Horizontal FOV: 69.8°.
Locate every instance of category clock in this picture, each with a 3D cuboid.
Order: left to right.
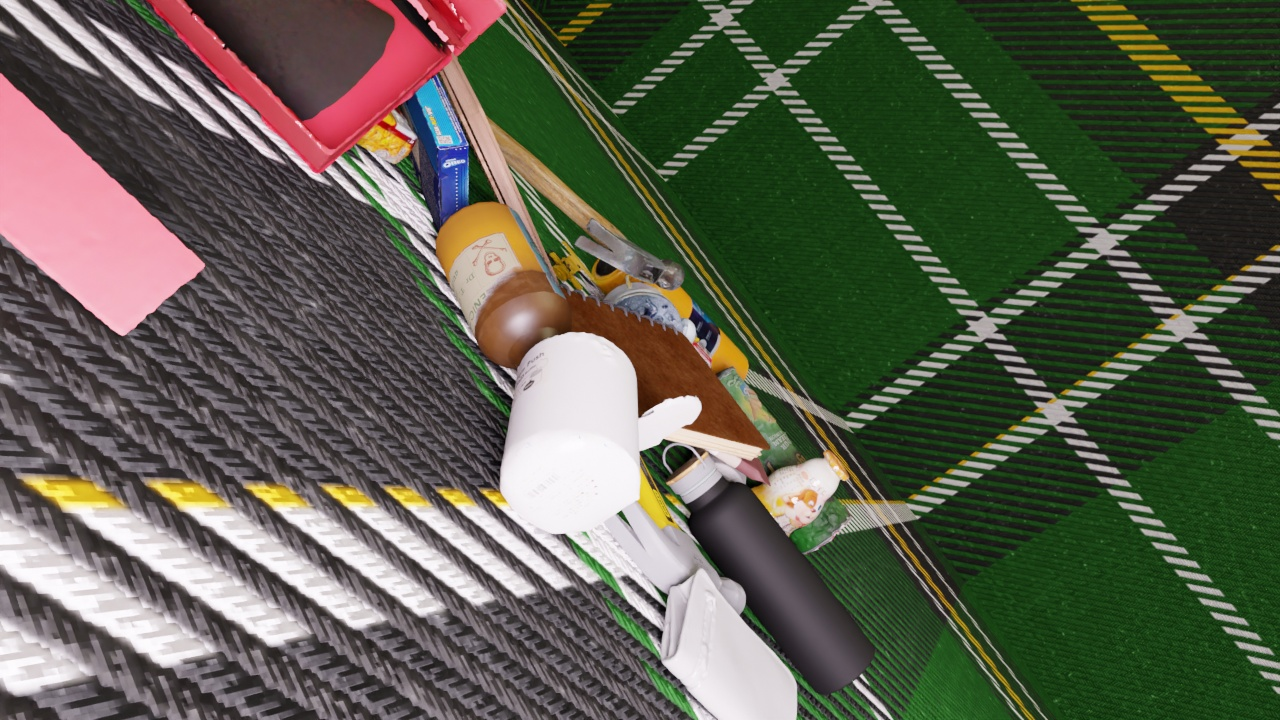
[{"bbox_3d":[0.007,-0.025,0.913,0.117,0.083,0.057,46,7,-22],"label":"clock"}]

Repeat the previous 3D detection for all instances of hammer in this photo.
[{"bbox_3d":[-0.097,-0.184,0.954,0.330,0.033,0.132,43,17,26],"label":"hammer"},{"bbox_3d":[-0.023,0.051,0.714,0.127,0.029,0.323,38,17,-48],"label":"hammer"}]

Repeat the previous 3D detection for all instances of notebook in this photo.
[{"bbox_3d":[-0.131,-0.176,0.816,0.211,0.022,0.169,69,-6,-49],"label":"notebook"},{"bbox_3d":[-0.004,0.005,0.750,0.225,0.024,0.167,18,29,-47],"label":"notebook"}]

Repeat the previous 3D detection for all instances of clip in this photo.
[{"bbox_3d":[-0.073,-0.099,0.960,0.054,0.044,0.050,53,-13,-2],"label":"clip"}]

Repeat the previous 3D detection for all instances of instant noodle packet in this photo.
[{"bbox_3d":[-0.226,-0.205,0.674,0.098,0.040,0.135,59,15,25],"label":"instant noodle packet"}]

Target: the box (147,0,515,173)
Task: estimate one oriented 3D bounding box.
[{"bbox_3d":[-0.081,-0.355,0.537,0.215,0.510,0.141,48,-3,-19],"label":"box"}]

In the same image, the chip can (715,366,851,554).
[{"bbox_3d":[0.143,0.110,1.042,0.223,0.075,0.075,52,12,1],"label":"chip can"}]

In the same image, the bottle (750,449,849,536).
[{"bbox_3d":[0.159,0.136,0.938,0.063,0.109,0.063,47,13,-14],"label":"bottle"}]

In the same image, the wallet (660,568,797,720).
[{"bbox_3d":[0.054,0.197,0.575,0.116,0.032,0.086,52,23,-12],"label":"wallet"}]

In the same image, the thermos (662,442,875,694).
[{"bbox_3d":[0.095,0.160,0.746,0.231,0.061,0.061,52,12,0],"label":"thermos"}]

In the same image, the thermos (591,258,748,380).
[{"bbox_3d":[0.029,-0.043,1.091,0.232,0.092,0.076,43,46,-35],"label":"thermos"}]

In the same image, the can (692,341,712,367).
[{"bbox_3d":[0.024,-0.016,0.990,0.105,0.064,0.064,46,14,-26],"label":"can"}]

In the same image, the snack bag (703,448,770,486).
[{"bbox_3d":[0.044,0.058,0.786,0.158,0.013,0.057,33,13,-14],"label":"snack bag"}]

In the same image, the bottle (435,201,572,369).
[{"bbox_3d":[-0.086,-0.035,0.632,0.068,0.068,0.157,34,22,-55],"label":"bottle"}]

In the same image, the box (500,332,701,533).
[{"bbox_3d":[-0.017,0.050,0.555,0.143,0.083,0.137,35,31,-27],"label":"box"}]

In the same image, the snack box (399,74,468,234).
[{"bbox_3d":[-0.164,-0.174,0.725,0.082,0.027,0.150,102,-30,-44],"label":"snack box"}]

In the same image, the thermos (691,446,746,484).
[{"bbox_3d":[0.078,0.093,0.896,0.052,0.052,0.224,51,12,-3],"label":"thermos"}]
